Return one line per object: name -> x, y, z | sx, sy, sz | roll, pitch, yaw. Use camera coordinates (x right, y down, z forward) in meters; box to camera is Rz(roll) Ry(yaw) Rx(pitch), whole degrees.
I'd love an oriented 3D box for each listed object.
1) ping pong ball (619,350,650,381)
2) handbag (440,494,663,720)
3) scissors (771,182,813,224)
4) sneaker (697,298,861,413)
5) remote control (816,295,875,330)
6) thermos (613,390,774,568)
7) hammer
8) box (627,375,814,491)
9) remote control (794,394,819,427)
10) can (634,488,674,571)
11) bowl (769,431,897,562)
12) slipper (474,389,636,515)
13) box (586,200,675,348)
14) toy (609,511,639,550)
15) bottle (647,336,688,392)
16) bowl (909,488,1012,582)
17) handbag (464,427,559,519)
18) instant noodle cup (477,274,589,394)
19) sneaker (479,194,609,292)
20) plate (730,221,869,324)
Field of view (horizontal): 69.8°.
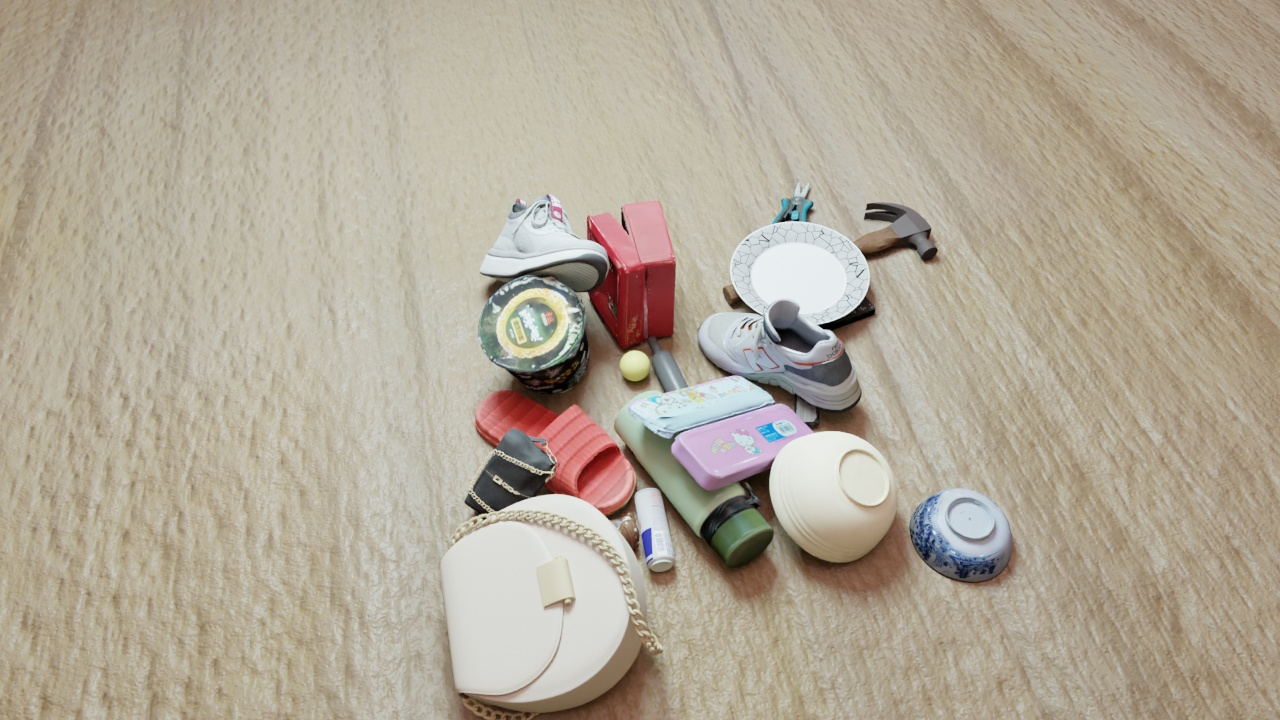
ping pong ball -> -0.007, 0.007, 1.201 | 0.040, 0.040, 0.040 | -2, 51, 2
handbag -> -0.099, 0.255, 0.962 | 0.209, 0.103, 0.210 | -20, 57, 6
scissors -> 0.231, -0.218, 1.382 | 0.123, 0.019, 0.148 | -20, 47, -7
sneaker -> 0.168, -0.030, 1.151 | 0.240, 0.124, 0.088 | 26, 63, 30
remote control -> 0.248, -0.054, 1.252 | 0.150, 0.013, 0.034 | -20, 53, -13
thermos -> 0.064, 0.135, 1.068 | 0.082, 0.082, 0.231 | -28, 54, -18
hammer -> 0.268, -0.146, 1.316 | 0.322, 0.033, 0.115 | -21, 55, -12
box -> 0.100, 0.076, 1.085 | 0.213, 0.035, 0.151 | -12, 43, -46
remote control -> 0.216, 0.029, 1.187 | 0.033, 0.013, 0.136 | 4, 50, 7
can -> 0.016, 0.194, 1.053 | 0.032, 0.032, 0.095 | -9, 51, -4
bowl -> 0.227, 0.141, 1.019 | 0.150, 0.076, 0.150 | 10, 61, -20
slipper -> -0.106, 0.097, 1.120 | 0.249, 0.059, 0.103 | 31, 56, 28
box -> -0.002, -0.115, 1.227 | 0.110, 0.158, 0.134 | -15, 53, -15
toy -> -0.045, 0.203, 1.045 | 0.101, 0.042, 0.055 | -19, 29, -22
bottle -> 0.034, 0.011, 1.201 | 0.030, 0.030, 0.113 | -18, 52, -11
bowl -> 0.364, 0.187, 1.030 | 0.114, 0.045, 0.114 | -2, 51, 2
handbag -> -0.146, 0.140, 1.068 | 0.079, 0.129, 0.054 | 35, 16, 9
instant noodle cup -> -0.126, -0.025, 1.176 | 0.137, 0.112, 0.137 | -4, 65, 8
sneaker -> -0.119, -0.162, 1.228 | 0.263, 0.096, 0.128 | 9, 84, 53
plate -> 0.219, -0.118, 1.267 | 0.188, 0.016, 0.188 | -1, 54, 1
